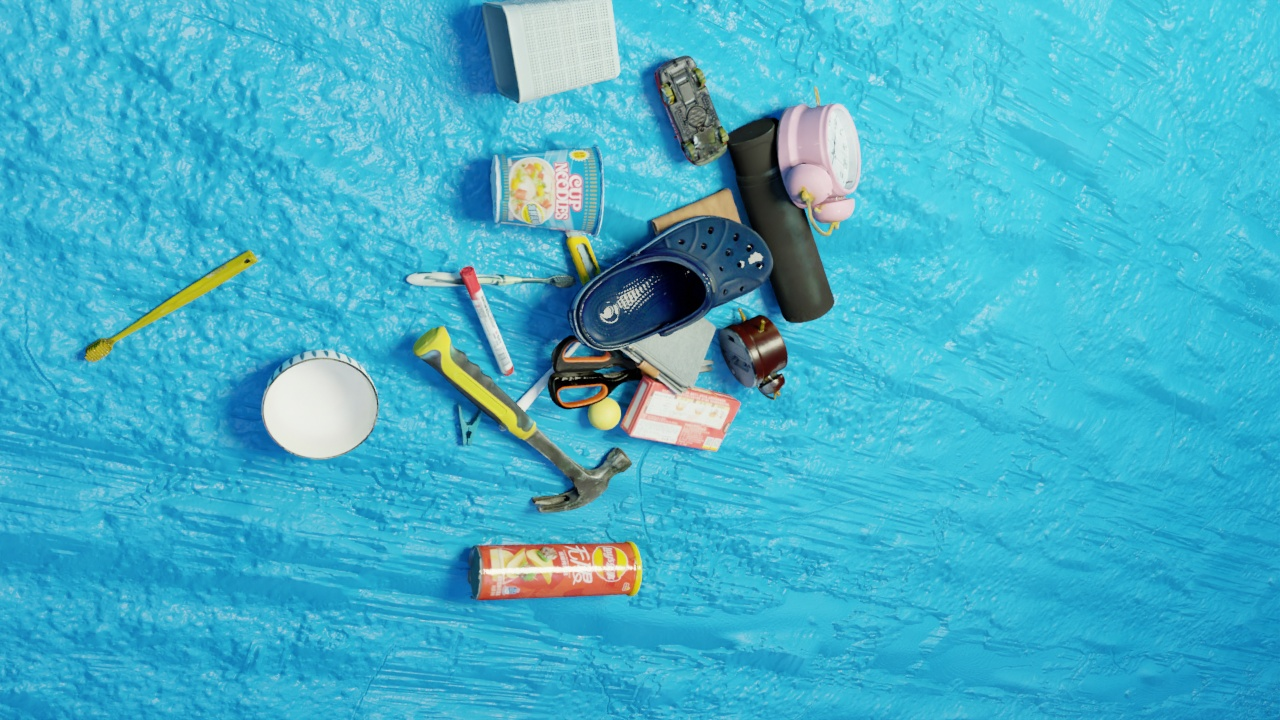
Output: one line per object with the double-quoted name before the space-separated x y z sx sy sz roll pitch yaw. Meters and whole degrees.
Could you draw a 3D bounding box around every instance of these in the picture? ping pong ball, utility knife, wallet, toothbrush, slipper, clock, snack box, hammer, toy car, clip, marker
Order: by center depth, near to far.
"toothbrush" -0.469 -0.054 0.916 0.190 0.016 0.016 -33 121 -5
"toy car" 0.055 -0.274 1.008 0.053 0.045 0.120 -28 115 -5
"slipper" 0.039 -0.089 1.012 0.252 0.095 0.105 -25 105 -18
"toothbrush" -0.162 -0.088 1.022 0.191 0.018 0.016 -1 113 -21
"marker" -0.171 -0.042 1.030 0.017 0.017 0.145 -24 127 -10
"clock" 0.203 -0.217 1.037 0.117 0.060 0.158 27 66 -52
"utility knife" -0.053 -0.083 1.052 0.033 0.015 0.176 -32 111 -31
"hammer" -0.146 0.075 1.080 0.126 0.032 0.323 -42 126 2
"clip" -0.203 0.076 1.083 0.034 0.013 0.055 -1 114 -20
"wallet" 0.077 -0.132 1.085 0.101 0.020 0.115 -25 107 -9
"toothbrush" -0.107 0.018 1.093 0.180 0.016 0.016 -47 122 4
"wallet" 0.024 -0.031 1.095 0.129 0.037 0.106 36 64 -31
"ping pong ball" -0.044 0.065 1.125 0.040 0.040 0.040 -8 116 -18
"clock" 0.144 -0.002 1.146 0.055 0.082 0.122 -26 118 -16
"snack box" 0.052 0.068 1.157 0.152 0.025 0.075 14 107 -38

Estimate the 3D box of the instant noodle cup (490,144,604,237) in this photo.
"instant noodle cup" -0.101 -0.179 0.967 0.110 0.099 0.099 -2 114 -13

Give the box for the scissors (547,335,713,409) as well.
"scissors" -0.010 0.024 1.123 0.234 0.022 0.139 22 97 -34

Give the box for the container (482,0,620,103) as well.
"container" -0.086 -0.314 0.910 0.111 0.090 0.090 -16 118 -17

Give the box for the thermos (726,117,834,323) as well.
"thermos" 0.175 -0.168 1.094 0.089 0.068 0.243 -40 123 -27

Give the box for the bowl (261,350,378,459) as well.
"bowl" -0.342 0.040 0.980 0.116 0.066 0.117 -8 115 -19

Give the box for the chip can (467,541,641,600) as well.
"chip can" -0.108 0.268 1.175 0.216 0.073 0.073 5 111 -23
